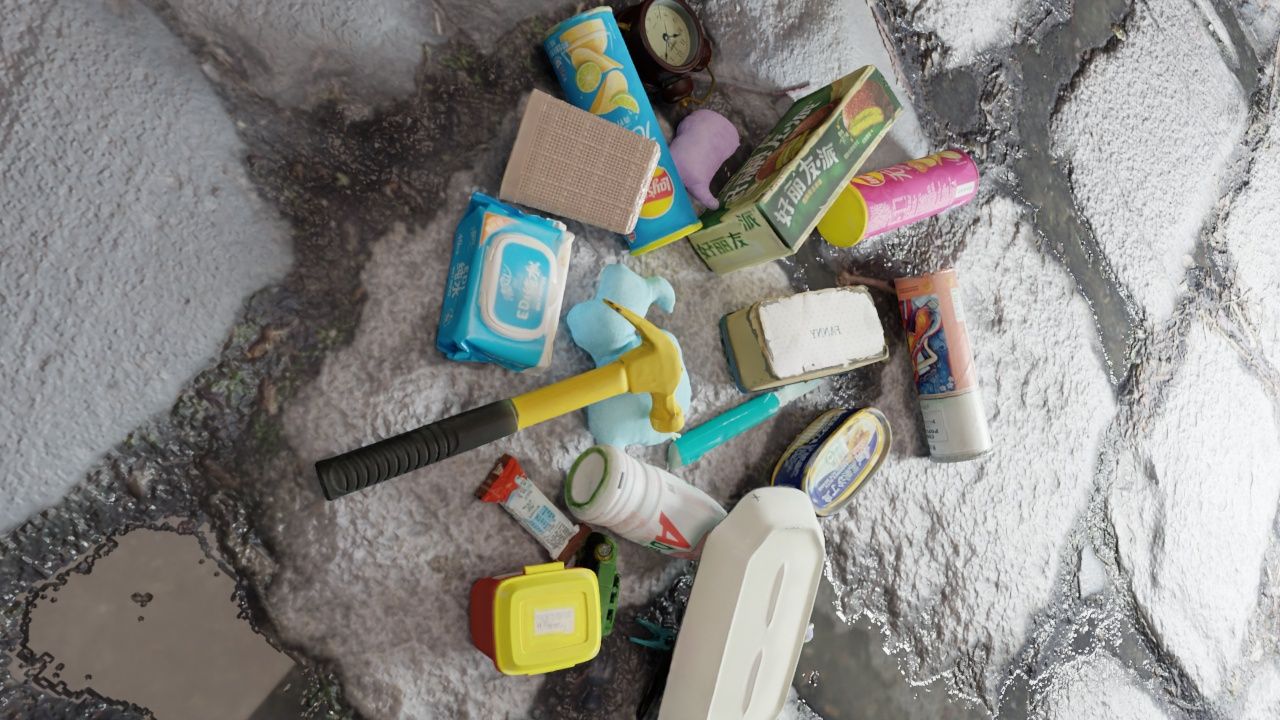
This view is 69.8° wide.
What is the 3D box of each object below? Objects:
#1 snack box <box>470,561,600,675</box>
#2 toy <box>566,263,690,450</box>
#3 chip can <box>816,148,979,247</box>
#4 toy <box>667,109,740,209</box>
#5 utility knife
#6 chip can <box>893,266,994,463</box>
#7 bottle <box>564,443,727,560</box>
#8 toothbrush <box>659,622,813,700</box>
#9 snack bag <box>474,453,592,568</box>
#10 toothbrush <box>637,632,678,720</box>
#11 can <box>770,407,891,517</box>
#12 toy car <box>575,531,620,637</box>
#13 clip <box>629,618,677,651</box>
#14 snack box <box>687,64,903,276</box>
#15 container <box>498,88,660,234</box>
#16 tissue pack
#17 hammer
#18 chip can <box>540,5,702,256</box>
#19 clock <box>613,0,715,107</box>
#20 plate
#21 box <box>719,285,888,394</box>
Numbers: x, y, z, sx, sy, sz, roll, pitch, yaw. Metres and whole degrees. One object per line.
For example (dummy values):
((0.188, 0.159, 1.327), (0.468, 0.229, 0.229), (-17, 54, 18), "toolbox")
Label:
((-0.087, 0.201, 0.731), (0.091, 0.080, 0.082), (0, 85, -33), "snack box")
((-0.005, 0.005, 0.823), (0.156, 0.050, 0.161), (42, 73, -14), "toy")
((0.289, -0.185, 1.028), (0.210, 0.072, 0.071), (-21, 96, -34), "chip can")
((0.058, -0.201, 0.891), (0.084, 0.039, 0.107), (29, 62, 3), "toy")
((0.106, 0.056, 0.914), (0.215, 0.013, 0.029), (-24, 91, -31), "utility knife")
((0.344, 0.004, 1.042), (0.071, 0.071, 0.214), (-13, 92, -34), "chip can")
((0.026, 0.138, 0.818), (0.197, 0.068, 0.068), (30, 69, -33), "bottle")
((0.092, 0.287, 0.876), (0.189, 0.029, 0.020), (-10, 48, -33), "toothbrush")
((-0.089, 0.128, 0.770), (0.104, 0.026, 0.048), (45, 70, -22), "snack bag")
((0.041, 0.242, 0.818), (0.018, 0.016, 0.181), (27, 90, -48), "toothbrush")
((0.199, 0.104, 0.949), (0.147, 0.049, 0.074), (-39, 106, -31), "can")
((-0.039, 0.193, 0.786), (0.036, 0.043, 0.091), (12, 79, -29), "toy car")
((0.015, 0.252, 0.833), (0.056, 0.014, 0.042), (29, 70, -26), "clip")
((0.156, -0.190, 0.914), (0.063, 0.115, 0.239), (48, 62, -18), "snack box")
((-0.047, -0.159, 0.758), (0.111, 0.090, 0.090), (19, 100, -5), "container")
((-0.110, -0.060, 0.755), (0.090, 0.063, 0.140), (16, 76, -31), "tissue pack")
((-0.102, 0.042, 0.724), (0.300, 0.033, 0.129), (-20, 117, -19), "hammer")
((-0.016, -0.204, 0.828), (0.071, 0.071, 0.210), (-29, 100, -32), "chip can")
((0.024, -0.294, 0.874), (0.122, 0.055, 0.081), (40, 65, -25), "clock")
((0.103, 0.244, 0.828), (0.161, 0.034, 0.266), (10, 97, -41), "plate")
((0.164, -0.022, 0.929), (0.184, 0.061, 0.089), (-8, 80, -32), "box")
